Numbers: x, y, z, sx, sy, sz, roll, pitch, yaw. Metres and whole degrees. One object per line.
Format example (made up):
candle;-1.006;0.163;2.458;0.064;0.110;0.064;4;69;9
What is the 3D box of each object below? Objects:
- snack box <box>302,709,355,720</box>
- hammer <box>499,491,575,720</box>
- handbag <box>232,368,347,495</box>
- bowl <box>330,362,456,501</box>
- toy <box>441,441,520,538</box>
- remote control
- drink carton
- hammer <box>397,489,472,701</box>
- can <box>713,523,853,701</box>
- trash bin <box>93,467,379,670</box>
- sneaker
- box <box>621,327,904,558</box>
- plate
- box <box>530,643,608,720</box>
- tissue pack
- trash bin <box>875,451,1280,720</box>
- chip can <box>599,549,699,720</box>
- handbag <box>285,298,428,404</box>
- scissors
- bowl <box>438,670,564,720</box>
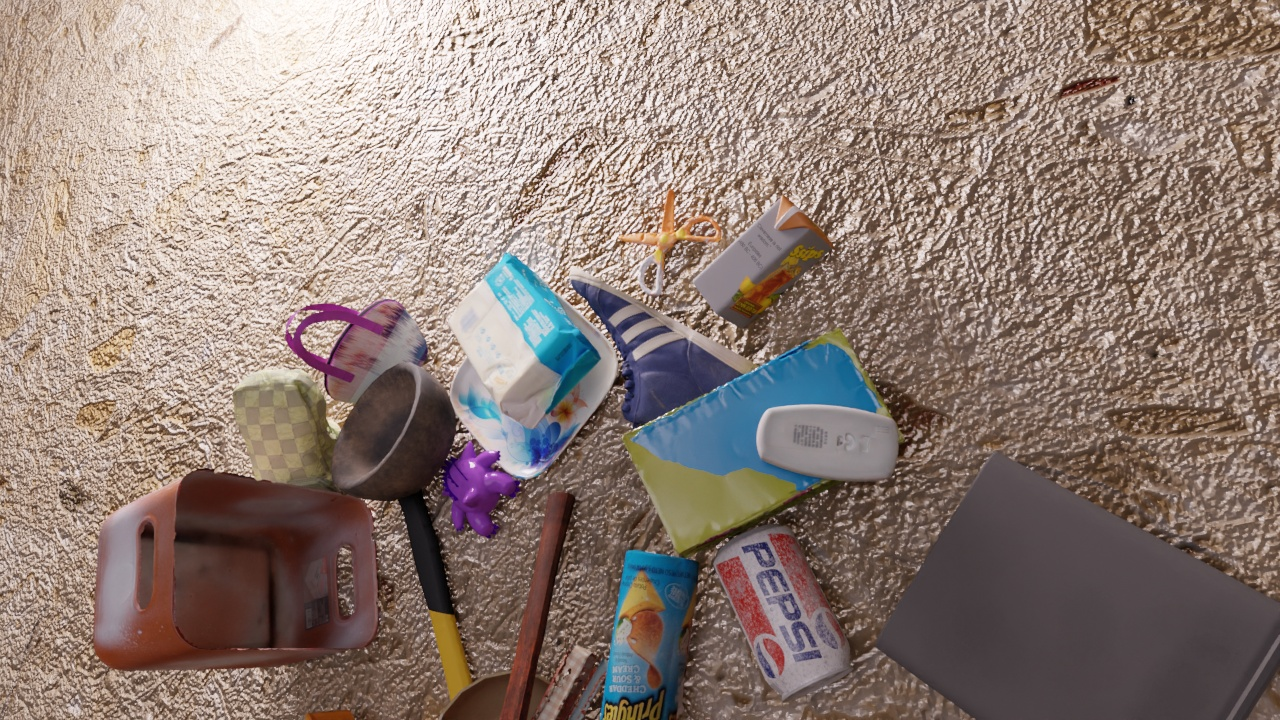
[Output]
snack box;-0.322;0.493;0.965;0.145;0.080;0.195;-50;58;8
hammer;-0.103;0.261;0.883;0.111;0.028;0.299;-17;45;31
handbag;-0.411;0.087;1.104;0.113;0.116;0.187;-3;115;3
bowl;-0.275;0.088;1.046;0.163;0.070;0.162;-30;41;30
toy;-0.187;0.139;1.012;0.088;0.055;0.106;40;106;45
remote control;0.153;0.067;0.754;0.114;0.028;0.060;5;78;7
drink carton;0.121;-0.096;0.904;0.125;0.076;0.048;-43;59;16
hammer;-0.221;0.271;1.010;0.127;0.029;0.323;-32;61;17
can;0.124;0.218;0.802;0.078;0.078;0.136;-34;61;16
trash bin;-0.439;0.239;1.004;0.158;0.259;0.181;-21;66;24
sneaker;-0.004;0.005;0.938;0.233;0.091;0.118;30;93;24
box;0.108;0.075;0.816;0.221;0.082;0.124;-28;74;-1
plate;-0.120;0.023;1.034;0.187;0.016;0.187;42;97;32
box;-0.092;0.352;0.848;0.060;0.058;0.186;-4;49;55
tissue pack;-0.134;-0.027;1.000;0.117;0.066;0.209;-48;49;8
trash bin;0.324;0.205;0.684;0.220;0.097;0.192;32;92;34
chip can;0.005;0.295;0.845;0.080;0.079;0.229;2;75;29
handbag;-0.341;-0.016;1.079;0.068;0.170;0.144;33;92;32
scissors;0.029;-0.128;1.001;0.125;0.011;0.129;7;78;30
bowl;-0.125;0.381;0.886;0.152;0.050;0.152;1;67;-2
